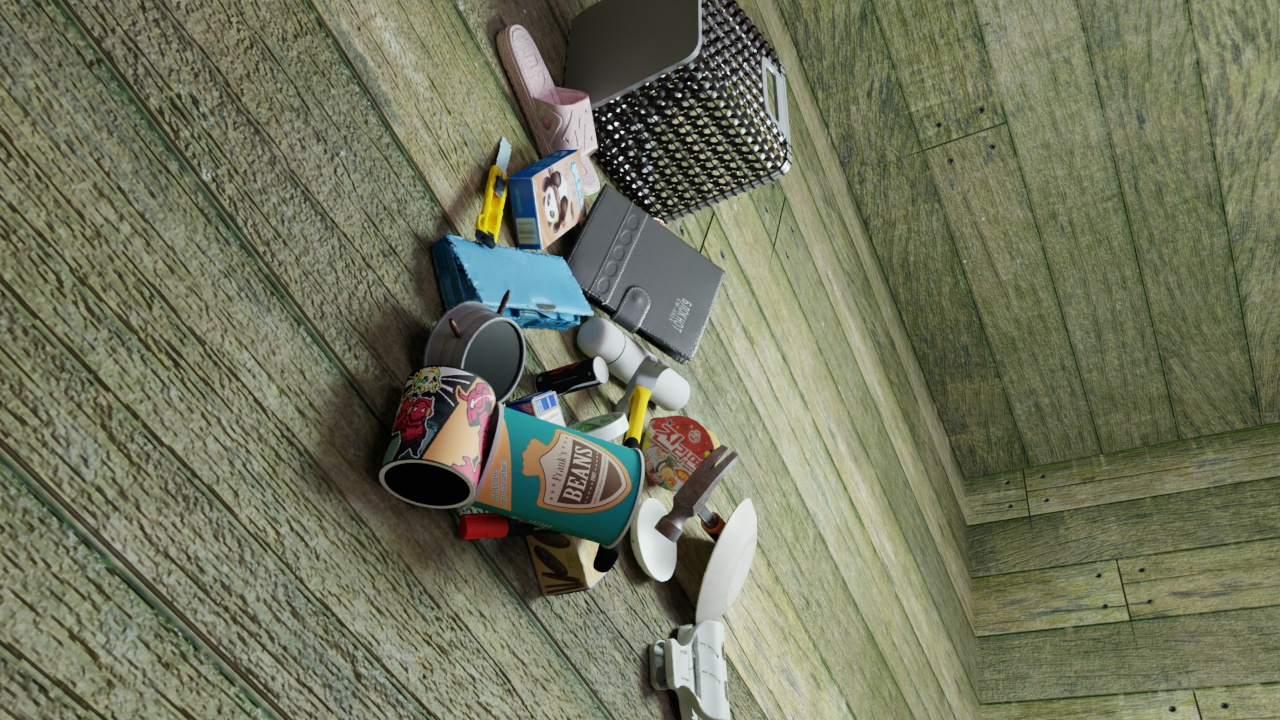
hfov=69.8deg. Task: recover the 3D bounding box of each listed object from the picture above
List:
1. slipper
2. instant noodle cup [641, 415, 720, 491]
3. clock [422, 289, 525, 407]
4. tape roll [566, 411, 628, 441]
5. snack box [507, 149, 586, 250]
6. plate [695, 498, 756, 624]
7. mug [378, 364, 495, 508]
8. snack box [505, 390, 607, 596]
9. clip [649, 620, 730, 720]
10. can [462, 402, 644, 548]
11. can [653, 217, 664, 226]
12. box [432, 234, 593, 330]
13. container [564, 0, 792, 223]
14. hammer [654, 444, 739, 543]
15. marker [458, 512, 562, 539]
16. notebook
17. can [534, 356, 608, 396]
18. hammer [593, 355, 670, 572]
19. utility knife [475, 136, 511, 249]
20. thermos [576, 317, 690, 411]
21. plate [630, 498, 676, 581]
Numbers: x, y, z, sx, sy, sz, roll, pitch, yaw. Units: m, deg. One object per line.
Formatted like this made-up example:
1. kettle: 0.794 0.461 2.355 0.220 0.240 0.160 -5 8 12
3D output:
1. slipper: -0.105 -0.325 1.190 0.239 0.065 0.094 63 28 -19
2. instant noodle cup: 0.067 0.127 1.259 0.112 0.100 0.100 15 62 -70
3. clock: -0.158 0.010 0.888 0.103 0.056 0.148 -35 131 -46
4. tape roll: -0.059 0.081 1.021 0.093 0.094 0.018 -30 103 -64
5. snack box: -0.110 -0.198 1.115 0.151 0.034 0.087 -54 143 -59
6. plate: 0.126 0.281 1.252 0.188 0.027 0.189 -51 152 -42
7. mug: -0.176 0.078 0.820 0.118 0.082 0.098 87 7 -52
8. snack box: -0.096 0.138 0.961 0.056 0.057 0.207 -22 96 -68
9. clip: 0.077 0.386 1.144 0.152 0.099 0.126 54 28 -55
10. can: -0.083 0.109 0.862 0.144 0.099 0.099 20 50 -17
11. can: 0.000 -0.127 1.264 0.086 0.087 0.116 14 63 -61
12. box: -0.132 -0.084 1.012 0.231 0.054 0.093 1 74 -63
13. container: 0.051 -0.392 1.340 0.243 0.246 0.246 40 42 -45
14. hammer: 0.109 0.216 1.258 0.137 0.035 0.314 -53 153 -9
15. marker: -0.105 0.158 0.893 0.144 0.021 0.023 3 76 -33
16. notebook: 0.005 -0.110 1.193 0.209 0.030 0.169 32 60 -15
17. can: -0.078 0.020 1.031 0.031 0.081 0.031 40 42 -49
18. hammer: -0.014 0.106 1.038 0.029 0.127 0.322 23 34 -8
19. utility knife: -0.163 -0.194 1.032 0.030 0.019 0.216 46 25 -33
20. thermos: -0.007 0.007 1.214 0.224 0.052 0.052 37 44 -52
21. plate: 0.011 0.228 1.159 0.104 0.026 0.104 42 40 -49
